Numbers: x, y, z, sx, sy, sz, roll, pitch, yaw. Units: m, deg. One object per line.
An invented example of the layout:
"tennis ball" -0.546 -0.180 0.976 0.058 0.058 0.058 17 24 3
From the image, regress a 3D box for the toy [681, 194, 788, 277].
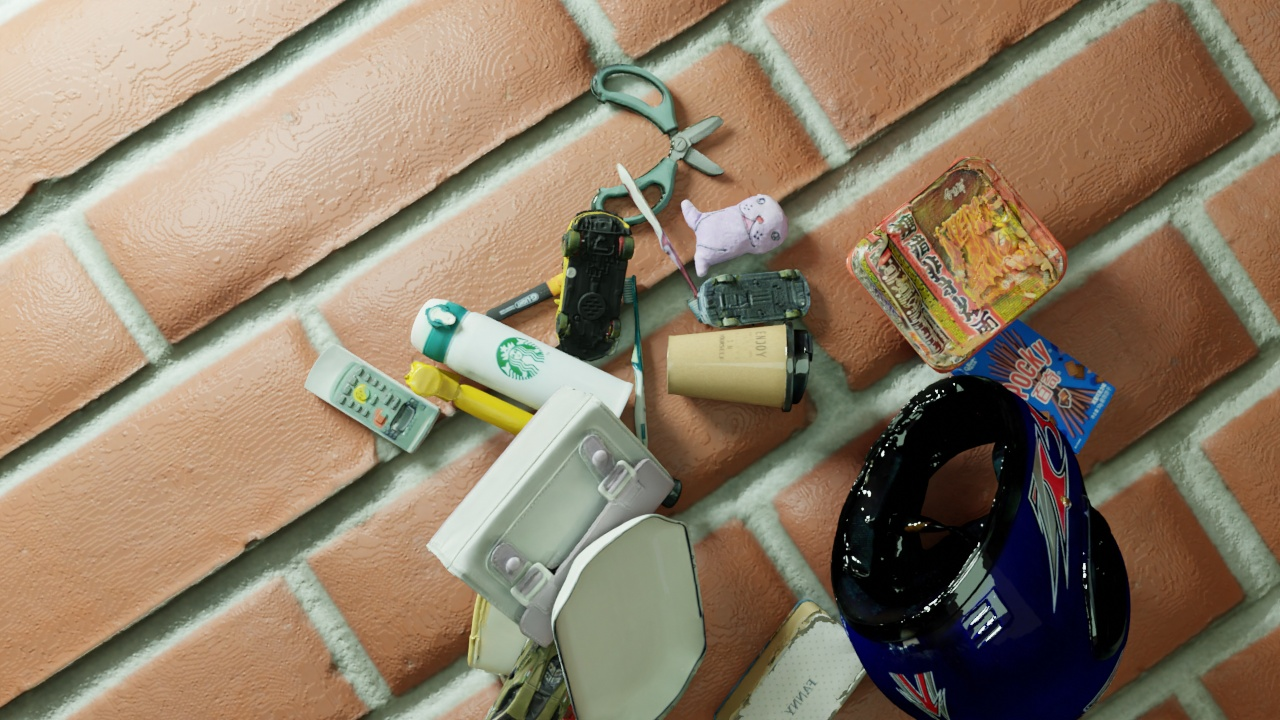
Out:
"toy" 0.101 -0.139 0.958 0.108 0.039 0.084 -15 83 -2

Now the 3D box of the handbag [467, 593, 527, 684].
"handbag" -0.092 0.296 0.937 0.163 0.063 0.179 12 103 -2

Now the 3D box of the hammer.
"hammer" -0.094 0.075 0.919 0.300 0.129 0.033 27 86 -13

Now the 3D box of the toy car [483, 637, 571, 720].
"toy car" -0.103 0.332 0.891 0.070 0.042 0.158 27 101 -4

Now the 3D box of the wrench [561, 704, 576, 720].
"wrench" 0.001 0.442 0.934 0.056 0.016 0.273 -36 98 7

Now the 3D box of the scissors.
"scissors" -0.003 -0.235 0.966 0.170 0.019 0.178 -35 90 -1

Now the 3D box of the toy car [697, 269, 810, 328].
"toy car" 0.119 -0.064 0.958 0.120 0.037 0.054 -7 86 -15

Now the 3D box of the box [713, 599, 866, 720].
"box" 0.153 0.341 0.940 0.090 0.061 0.184 40 89 -1

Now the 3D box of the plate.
"plate" -0.013 0.252 0.856 0.161 0.034 0.266 -32 130 -29

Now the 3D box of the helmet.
"helmet" 0.331 0.198 0.867 0.240 0.248 0.314 40 55 -20

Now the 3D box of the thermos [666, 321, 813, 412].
"thermos" 0.099 0.005 0.934 0.143 0.093 0.093 2 88 5

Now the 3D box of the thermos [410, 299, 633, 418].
"thermos" -0.121 0.006 0.927 0.224 0.073 0.073 25 87 -2

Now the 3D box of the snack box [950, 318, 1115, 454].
"snack box" 0.415 0.021 0.971 0.157 0.026 0.084 35 81 -2

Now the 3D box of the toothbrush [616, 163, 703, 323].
"toothbrush" 0.023 -0.121 0.956 0.017 0.016 0.187 -30 98 7

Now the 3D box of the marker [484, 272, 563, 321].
"marker" -0.106 -0.070 0.959 0.124 0.015 0.018 -26 91 -3

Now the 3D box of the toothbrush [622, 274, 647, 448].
"toothbrush" -0.006 0.006 0.962 0.018 0.016 0.191 -4 88 7

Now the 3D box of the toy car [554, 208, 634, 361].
"toy car" -0.050 -0.075 0.937 0.071 0.041 0.156 3 109 -15

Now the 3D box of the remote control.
"remote control" -0.276 0.039 0.946 0.135 0.019 0.056 33 88 -1

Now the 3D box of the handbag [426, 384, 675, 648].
"handbag" -0.074 0.143 0.839 0.196 0.098 0.145 -50 121 -13

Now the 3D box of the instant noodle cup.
"instant noodle cup" 0.320 -0.099 0.947 0.189 0.079 0.164 -39 91 -2
